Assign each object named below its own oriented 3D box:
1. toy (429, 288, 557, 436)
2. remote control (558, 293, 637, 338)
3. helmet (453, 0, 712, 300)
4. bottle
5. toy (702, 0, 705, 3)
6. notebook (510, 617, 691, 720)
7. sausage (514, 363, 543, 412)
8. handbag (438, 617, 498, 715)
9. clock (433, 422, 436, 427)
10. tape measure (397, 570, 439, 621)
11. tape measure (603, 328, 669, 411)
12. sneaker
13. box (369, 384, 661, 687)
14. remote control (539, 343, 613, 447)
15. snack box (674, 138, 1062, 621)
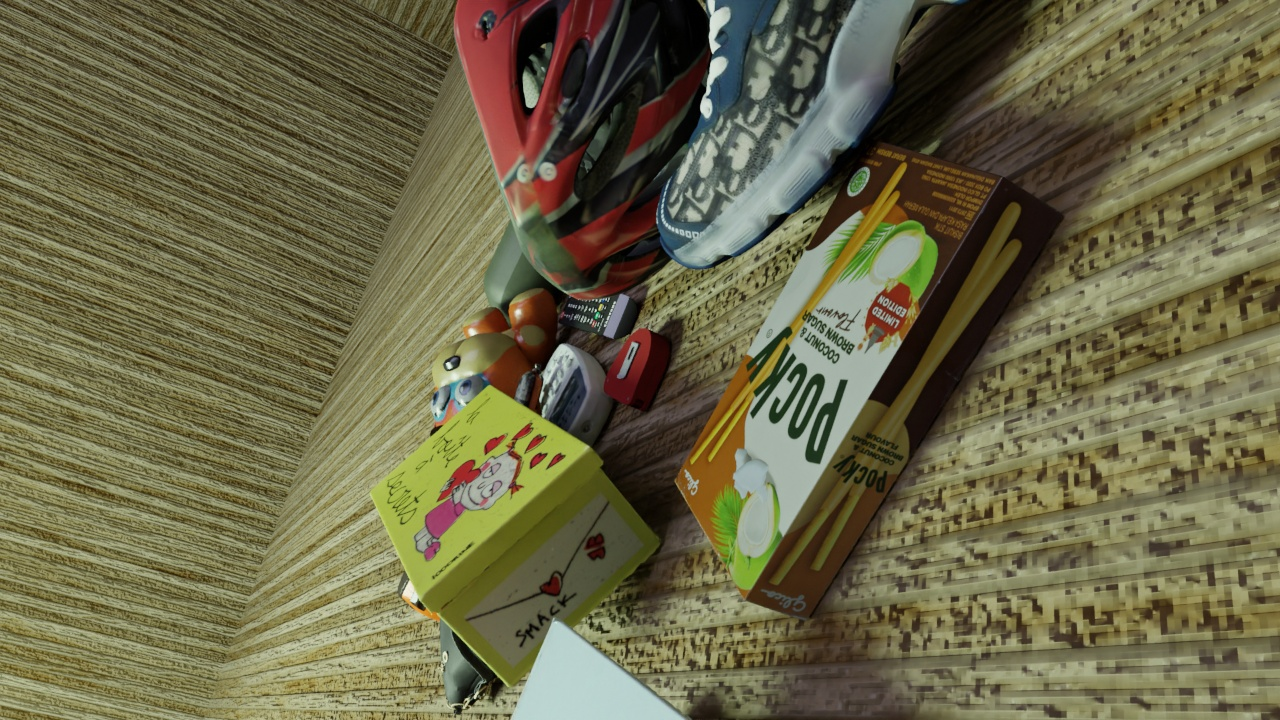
[{"bbox_3d":[-0.125,0.019,0.775,0.112,0.096,0.175,-19,51,33],"label":"toy"},{"bbox_3d":[-0.037,-0.038,0.736,0.033,0.015,0.147,-68,22,-2],"label":"remote control"},{"bbox_3d":[-0.027,-0.166,0.604,0.167,0.217,0.271,-13,51,17],"label":"helmet"},{"bbox_3d":[-0.100,-0.094,0.863,0.207,0.071,0.071,-63,22,10],"label":"bottle"},{"bbox_3d":[0.116,-0.290,0.572,0.194,0.072,0.130,-14,55,52],"label":"toy"},{"bbox_3d":[0.006,0.219,0.296,0.254,0.009,0.181,18,85,50],"label":"notebook"},{"bbox_3d":[-0.100,0.076,0.704,0.020,0.020,0.155,-151,76,-68],"label":"sausage"},{"bbox_3d":[-0.124,0.191,0.663,0.079,0.054,0.128,-63,24,20],"label":"handbag"},{"bbox_3d":[-0.169,0.069,0.889,0.138,0.048,0.096,-59,23,16],"label":"clock"},{"bbox_3d":[-0.171,0.191,0.764,0.038,0.058,0.058,-61,19,20],"label":"tape measure"},{"bbox_3d":[-0.004,0.004,0.613,0.051,0.019,0.059,-67,22,0],"label":"tape measure"},{"bbox_3d":[0.071,-0.169,0.426,0.270,0.132,0.103,-52,4,27],"label":"sneaker"},{"bbox_3d":[-0.091,0.094,0.580,0.124,0.080,0.221,-41,23,-11],"label":"box"},{"bbox_3d":[-0.051,0.025,0.688,0.060,0.028,0.114,-61,23,15],"label":"remote control"},{"bbox_3d":[0.085,0.003,0.393,0.186,0.031,0.101,-62,22,13],"label":"snack box"}]
